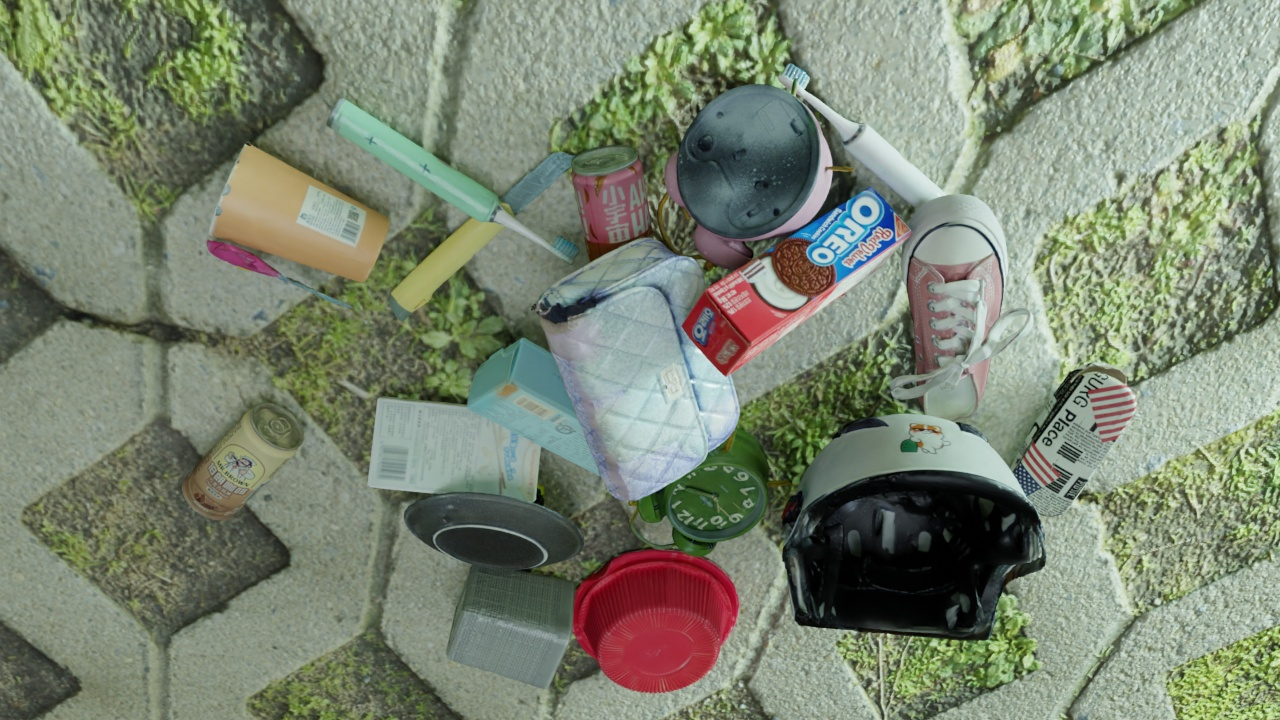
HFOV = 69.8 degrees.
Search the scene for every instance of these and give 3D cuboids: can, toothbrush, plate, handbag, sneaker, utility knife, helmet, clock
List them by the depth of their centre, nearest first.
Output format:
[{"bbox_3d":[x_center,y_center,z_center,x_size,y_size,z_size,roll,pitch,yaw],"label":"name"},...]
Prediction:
[{"bbox_3d":[0.078,-0.139,0.721,0.159,0.117,0.059,-34,163,23],"label":"clock"},{"bbox_3d":[-0.148,-0.139,0.741,0.224,0.026,0.027,32,90,-14],"label":"toothbrush"},{"bbox_3d":[0.003,0.007,0.746,0.134,0.075,0.194,-30,123,-16],"label":"handbag"},{"bbox_3d":[0.197,-0.169,0.759,0.221,0.027,0.026,33,91,-21],"label":"toothbrush"},{"bbox_3d":[-0.018,-0.101,0.767,0.058,0.057,0.147,-10,122,2],"label":"can"},{"bbox_3d":[-0.139,-0.105,0.779,0.221,0.022,0.031,-35,121,23],"label":"utility knife"},{"bbox_3d":[0.275,-0.026,0.799,0.118,0.087,0.241,-4,129,11],"label":"sneaker"},{"bbox_3d":[-0.373,0.095,0.861,0.116,0.058,0.058,-41,115,19],"label":"can"},{"bbox_3d":[0.246,0.143,0.869,0.230,0.156,0.275,1,132,6],"label":"helmet"},{"bbox_3d":[-0.145,0.176,0.902,0.179,0.024,0.180,6,148,4],"label":"plate"},{"bbox_3d":[0.060,0.135,0.917,0.161,0.056,0.116,-39,115,19],"label":"clock"}]

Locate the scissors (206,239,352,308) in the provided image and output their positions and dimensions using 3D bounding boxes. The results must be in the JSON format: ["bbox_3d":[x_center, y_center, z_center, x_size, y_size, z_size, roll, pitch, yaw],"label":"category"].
[{"bbox_3d":[-0.300,-0.072,0.751,0.133,0.130,0.017,24,83,-2],"label":"scissors"}]

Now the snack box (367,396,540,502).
[{"bbox_3d":[-0.172,0.084,0.865,0.156,0.027,0.084,7,90,-8],"label":"snack box"}]

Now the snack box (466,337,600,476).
[{"bbox_3d":[-0.064,0.049,0.835,0.174,0.051,0.074,31,144,-27],"label":"snack box"}]

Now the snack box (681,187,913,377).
[{"bbox_3d":[0.128,-0.066,0.726,0.057,0.207,0.058,50,149,12],"label":"snack box"}]

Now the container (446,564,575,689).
[{"bbox_3d":[-0.138,0.277,0.974,0.114,0.090,0.090,18,118,-10],"label":"container"}]

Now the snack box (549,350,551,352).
[{"bbox_3d":[-0.005,0.005,0.851,0.153,0.025,0.075,23,117,-17],"label":"snack box"}]

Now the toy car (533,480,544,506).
[{"bbox_3d":[-0.133,0.151,0.929,0.048,0.032,0.105,22,129,-17],"label":"toy car"}]

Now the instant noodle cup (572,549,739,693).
[{"bbox_3d":[0.017,0.299,1.010,0.194,0.065,0.194,-1,121,-2],"label":"instant noodle cup"}]

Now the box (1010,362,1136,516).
[{"bbox_3d":[0.419,0.083,0.895,0.075,0.083,0.164,17,121,-6],"label":"box"}]

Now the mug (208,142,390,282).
[{"bbox_3d":[-0.269,-0.113,0.736,0.122,0.078,0.078,22,117,-22],"label":"mug"}]
